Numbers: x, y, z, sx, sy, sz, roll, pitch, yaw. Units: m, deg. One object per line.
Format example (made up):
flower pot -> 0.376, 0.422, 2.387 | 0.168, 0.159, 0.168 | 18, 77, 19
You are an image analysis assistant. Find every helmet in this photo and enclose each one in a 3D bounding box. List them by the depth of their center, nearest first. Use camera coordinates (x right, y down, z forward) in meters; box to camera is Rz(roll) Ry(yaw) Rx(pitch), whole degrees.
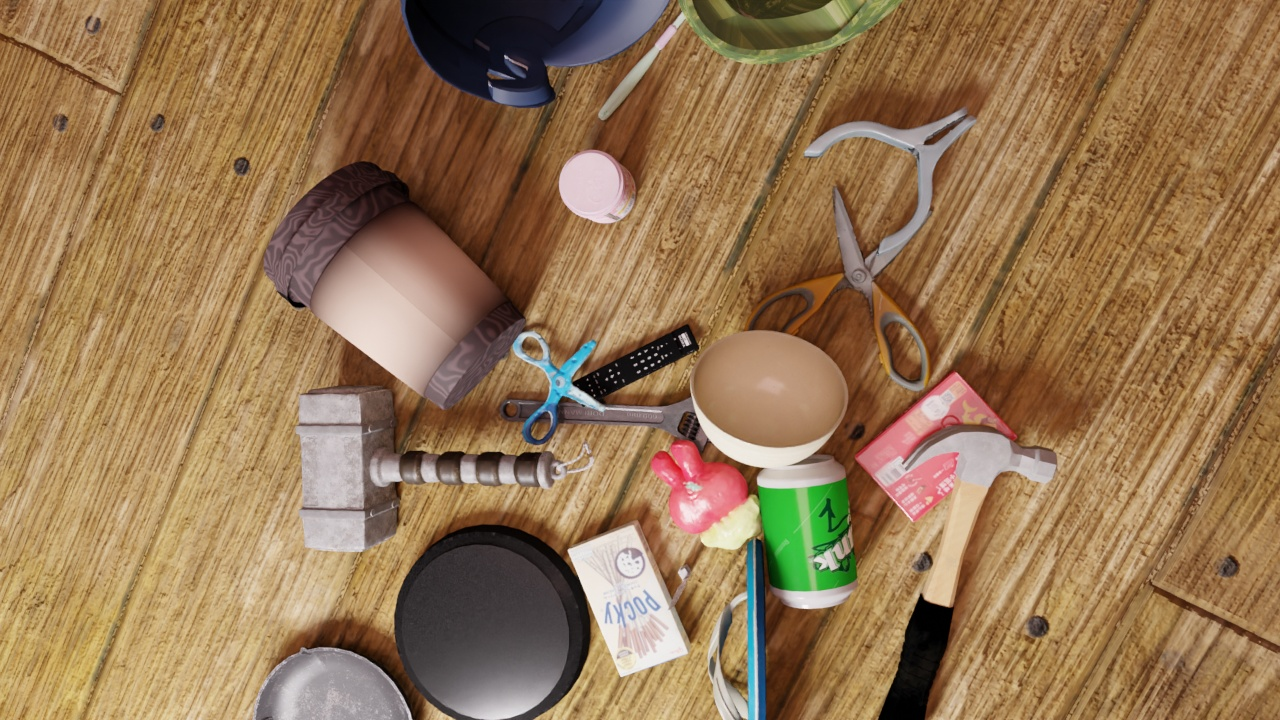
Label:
helmet -> 0.149, -0.390, 0.817 | 0.213, 0.248, 0.242 | 41, 59, -12
helmet -> -0.095, -0.392, 0.881 | 0.272, 0.233, 0.222 | 2, 55, -7

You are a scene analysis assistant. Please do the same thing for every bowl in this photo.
bowl -> 0.122, 0.049, 0.904 | 0.151, 0.150, 0.075 | 15, 138, 10

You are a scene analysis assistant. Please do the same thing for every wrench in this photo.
wrench -> -0.021, 0.058, 0.986 | 0.273, 0.018, 0.073 | 2, 89, 13

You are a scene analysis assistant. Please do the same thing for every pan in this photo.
pan -> -0.174, 0.362, 1.024 | 0.225, 0.034, 0.356 | 6, 93, 11
pan -> -0.419, 0.451, 1.075 | 0.357, 0.040, 0.207 | -19, 89, 13

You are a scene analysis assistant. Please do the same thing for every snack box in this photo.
snack box -> 0.294, 0.086, 0.920 | 0.133, 0.021, 0.089 | -43, 85, 10
snack box -> -0.012, 0.256, 0.989 | 0.082, 0.026, 0.150 | -24, 87, 11

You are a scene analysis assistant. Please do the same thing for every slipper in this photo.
slipper -> 0.098, 0.328, 0.927 | 0.060, 0.118, 0.295 | 0, 97, 4

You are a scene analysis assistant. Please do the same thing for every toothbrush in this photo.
toothbrush -> 0.037, 0.221, 0.898 | 0.010, 0.181, 0.010 | -33, 83, 5
toothbrush -> 0.008, -0.314, 0.961 | 0.022, 0.015, 0.155 | 37, 100, -25

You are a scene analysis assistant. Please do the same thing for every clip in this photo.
clip -> 0.236, -0.188, 0.912 | 0.166, 0.032, 0.164 | 13, 91, 9

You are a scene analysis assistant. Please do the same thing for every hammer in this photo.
hammer -> 0.297, 0.223, 0.907 | 0.131, 0.039, 0.328 | 13, 100, 5
hammer -> -0.210, 0.117, 0.989 | 0.327, 0.079, 0.177 | -1, 93, 13

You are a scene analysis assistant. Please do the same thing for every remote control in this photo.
remote control -> -0.006, 0.006, 0.976 | 0.140, 0.009, 0.030 | -27, 73, 7

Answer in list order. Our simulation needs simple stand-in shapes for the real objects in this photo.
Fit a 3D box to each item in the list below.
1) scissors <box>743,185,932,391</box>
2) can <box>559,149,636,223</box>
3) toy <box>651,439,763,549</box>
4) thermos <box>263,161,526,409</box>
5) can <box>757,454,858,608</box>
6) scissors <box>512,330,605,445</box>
scissors -> 0.220, -0.060, 0.931 | 0.225, 0.016, 0.230 | -38, 84, 9
can -> -0.043, -0.178, 0.947 | 0.067, 0.076, 0.067 | 1, 93, 11
toy -> 0.068, 0.141, 0.955 | 0.135, 0.045, 0.092 | 45, 111, 1
thermos -> -0.246, -0.070, 0.952 | 0.226, 0.172, 0.173 | 41, 99, 2
can -> 0.167, 0.169, 0.917 | 0.088, 0.087, 0.140 | -7, 91, 11
scissors -> -0.096, 0.029, 0.987 | 0.134, 0.011, 0.140 | 30, 96, 20
